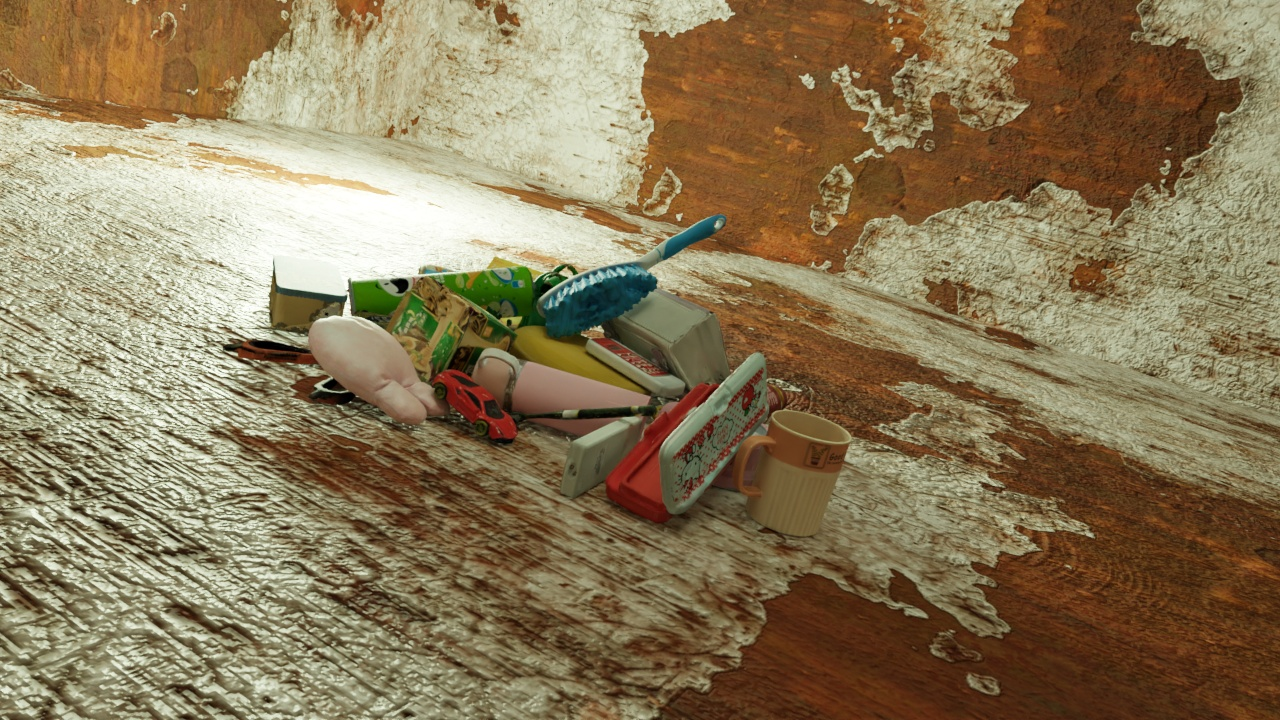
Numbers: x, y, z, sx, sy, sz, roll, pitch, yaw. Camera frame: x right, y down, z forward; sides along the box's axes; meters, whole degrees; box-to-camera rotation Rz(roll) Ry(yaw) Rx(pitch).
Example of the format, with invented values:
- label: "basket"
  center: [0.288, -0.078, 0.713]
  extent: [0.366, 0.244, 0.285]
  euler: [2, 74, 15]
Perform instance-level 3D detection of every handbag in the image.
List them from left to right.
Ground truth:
- label: "handbag"
  center: [-0.123, -0.075, 1.322]
  extent: [0.068, 0.120, 0.131]
  euler: [13, 15, 8]
- label: "handbag"
  center: [0.031, -0.020, 1.252]
  extent: [0.197, 0.098, 0.145]
  euler: [32, -22, 51]

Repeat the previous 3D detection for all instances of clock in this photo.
- label: "clock"
  center: [0.080, 0.087, 1.044]
  extent: [0.117, 0.060, 0.158]
  euler: [-1, 22, -41]

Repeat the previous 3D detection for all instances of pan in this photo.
- label: "pan"
  center: [-0.145, -0.005, 1.199]
  extent: [0.357, 0.078, 0.197]
  euler: [31, 18, 28]

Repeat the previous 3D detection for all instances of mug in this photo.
- label: "mug"
  center: [0.145, 0.113, 0.928]
  extent: [0.114, 0.106, 0.081]
  euler: [6, 17, -27]

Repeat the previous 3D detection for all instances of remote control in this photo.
- label: "remote control"
  center: [-0.038, 0.094, 0.922]
  extent: [0.019, 0.056, 0.134]
  euler: [20, 17, 20]
- label: "remote control"
  center: [-0.007, 0.007, 1.157]
  extent: [0.136, 0.020, 0.055]
  euler: [31, 18, 30]

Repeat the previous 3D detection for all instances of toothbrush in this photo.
- label: "toothbrush"
  center: [-0.068, 0.058, 0.968]
  extent: [0.186, 0.012, 0.017]
  euler: [-5, 13, 27]

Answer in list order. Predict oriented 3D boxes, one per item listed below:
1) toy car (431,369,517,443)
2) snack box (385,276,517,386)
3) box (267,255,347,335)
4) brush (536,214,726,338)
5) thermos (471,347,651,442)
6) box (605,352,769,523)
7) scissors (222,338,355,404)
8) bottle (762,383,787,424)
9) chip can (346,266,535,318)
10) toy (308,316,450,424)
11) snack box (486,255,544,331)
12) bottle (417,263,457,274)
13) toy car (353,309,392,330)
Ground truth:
- label: "toy car"
  center: [-0.171, 0.048, 0.968]
  extent: [0.106, 0.031, 0.049]
  euler: [42, 17, 15]
- label: "snack box"
  center: [-0.217, -0.020, 1.075]
  extent: [0.118, 0.117, 0.105]
  euler: [34, 9, 37]
- label: "box"
  center: [-0.432, -0.086, 1.187]
  extent: [0.089, 0.062, 0.184]
  euler: [7, 19, -28]
- label: "brush"
  center: [0.001, -0.123, 1.236]
  extent: [0.314, 0.060, 0.109]
  euler: [-24, 28, -12]
- label: "thermos"
  center: [-0.089, 0.038, 1.021]
  extent: [0.198, 0.087, 0.067]
  euler: [18, 52, 4]
- label: "box"
  center: [0.054, 0.063, 0.908]
  extent: [0.095, 0.102, 0.200]
  euler: [24, 40, 23]
- label: "scissors"
  center: [-0.343, 0.005, 1.024]
  extent: [0.222, 0.015, 0.189]
  euler: [4, 20, -45]
- label: "bottle"
  center: [0.141, 0.062, 1.197]
  extent: [0.057, 0.057, 0.174]
  euler: [23, 17, 28]
- label: "chip can"
  center: [-0.259, -0.082, 1.200]
  extent: [0.235, 0.072, 0.072]
  euler: [-7, 22, -18]
- label: "toy"
  center: [-0.275, 0.011, 0.963]
  extent: [0.159, 0.054, 0.121]
  euler: [41, 17, 12]
- label: "snack box"
  center: [-0.200, -0.089, 1.338]
  extent: [0.087, 0.034, 0.140]
  euler: [19, 44, 3]
- label: "bottle"
  center: [-0.232, -0.099, 1.408]
  extent: [0.218, 0.065, 0.065]
  euler: [9, 16, -20]
- label: "toy car"
  center: [-0.283, -0.028, 1.138]
  extent: [0.158, 0.042, 0.070]
  euler: [15, 12, -41]
